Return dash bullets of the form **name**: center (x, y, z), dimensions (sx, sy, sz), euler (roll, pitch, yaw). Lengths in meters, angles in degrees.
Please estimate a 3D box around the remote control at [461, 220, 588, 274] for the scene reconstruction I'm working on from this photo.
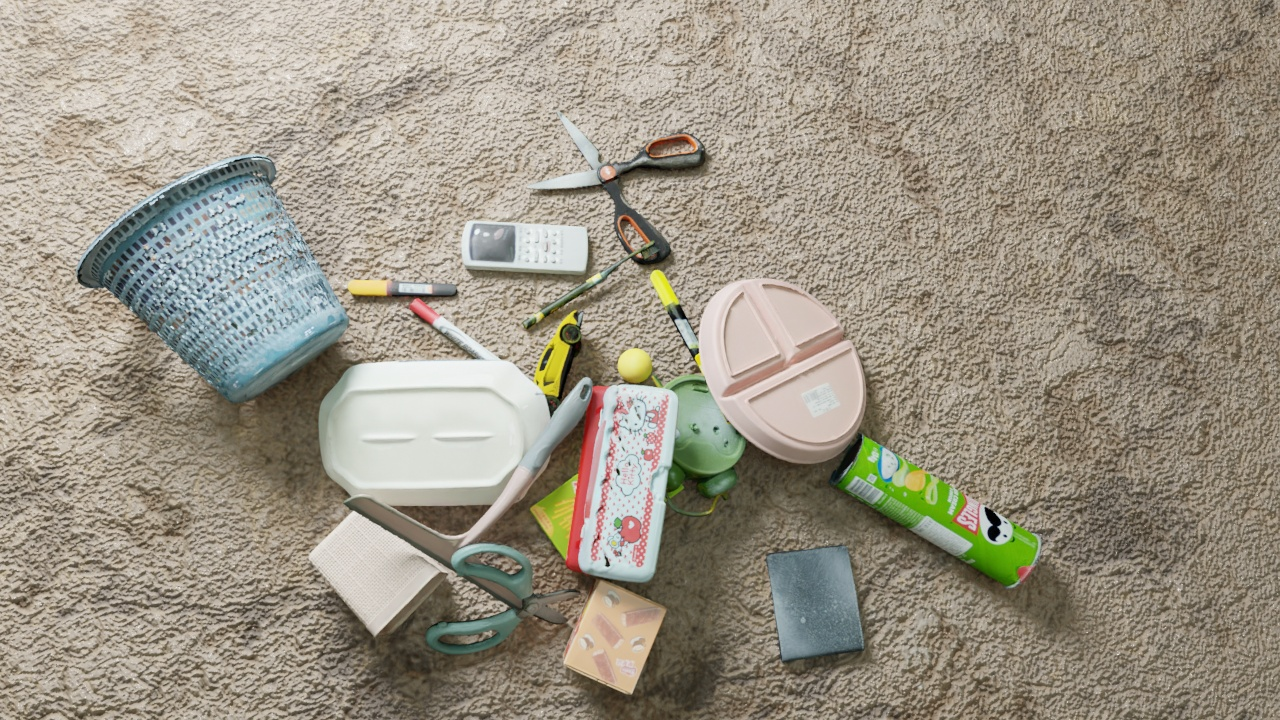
- **remote control**: center (-0.137, -0.134, 1.093), dimensions (0.150, 0.021, 0.058), euler (2, 78, -6)

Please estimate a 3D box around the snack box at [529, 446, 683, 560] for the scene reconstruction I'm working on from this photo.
- **snack box**: center (-0.038, 0.157, 1.038), dimensions (0.156, 0.026, 0.086), euler (-35, 83, -11)

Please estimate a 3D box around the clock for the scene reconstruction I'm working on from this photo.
- **clock**: center (0.057, 0.095, 1.026), dimensions (0.116, 0.056, 0.161), euler (11, 65, -20)

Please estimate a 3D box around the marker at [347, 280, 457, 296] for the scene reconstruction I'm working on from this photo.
- **marker**: center (-0.277, -0.083, 1.072), dimensions (0.124, 0.015, 0.018), euler (1, 79, -8)

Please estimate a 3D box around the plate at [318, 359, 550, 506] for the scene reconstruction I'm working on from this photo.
- **plate**: center (-0.229, 0.081, 0.992), dimensions (0.266, 0.034, 0.162), euler (0, 94, 8)

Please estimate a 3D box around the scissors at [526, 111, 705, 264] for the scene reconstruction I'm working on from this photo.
- **scissors**: center (-0.020, -0.223, 1.123), dimensions (0.220, 0.022, 0.233), euler (-29, 83, -11)

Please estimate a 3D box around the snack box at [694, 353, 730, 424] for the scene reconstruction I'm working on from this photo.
- **snack box**: center (0.137, 0.013, 1.052), dimensions (0.140, 0.034, 0.087), euler (-16, 75, -39)

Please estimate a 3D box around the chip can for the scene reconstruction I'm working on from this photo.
- **chip can**: center (0.335, 0.171, 1.048), dimensions (0.236, 0.072, 0.072), euler (30, 77, 2)

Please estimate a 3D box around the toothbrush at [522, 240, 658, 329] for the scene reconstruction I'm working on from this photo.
- **toothbrush**: center (-0.058, -0.088, 1.087), dimensions (0.185, 0.012, 0.017), euler (-33, 96, -6)

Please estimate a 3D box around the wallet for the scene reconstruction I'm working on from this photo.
- **wallet**: center (0.197, 0.274, 1.041), dimensions (0.097, 0.019, 0.120), euler (-6, 77, -6)

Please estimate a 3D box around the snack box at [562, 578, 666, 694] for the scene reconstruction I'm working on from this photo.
- **snack box**: center (-0.030, 0.290, 0.975), dimensions (0.077, 0.093, 0.094), euler (24, 77, 0)

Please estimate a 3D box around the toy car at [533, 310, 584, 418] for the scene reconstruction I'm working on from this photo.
- **toy car**: center (-0.096, 0.014, 1.040), dimensions (0.041, 0.071, 0.155), euler (17, 76, -1)

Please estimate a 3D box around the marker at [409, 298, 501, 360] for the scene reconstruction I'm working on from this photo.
- **marker**: center (-0.206, -0.024, 1.064), dimensions (0.145, 0.017, 0.017), euler (36, 77, 3)

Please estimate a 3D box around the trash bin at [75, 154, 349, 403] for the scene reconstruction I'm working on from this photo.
- **trash bin**: center (-0.426, -0.071, 0.967), dimensions (0.226, 0.227, 0.195), euler (-38, 97, -12)

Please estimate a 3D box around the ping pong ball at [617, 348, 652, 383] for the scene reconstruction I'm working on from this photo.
- **ping pong ball**: center (-0.006, 0.006, 1.065), dimensions (0.040, 0.040, 0.040), euler (1, 78, -6)

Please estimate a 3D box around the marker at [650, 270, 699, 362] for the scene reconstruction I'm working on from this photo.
- **marker**: center (0.045, -0.052, 1.098), dimensions (0.018, 0.015, 0.124), euler (-27, 85, -10)

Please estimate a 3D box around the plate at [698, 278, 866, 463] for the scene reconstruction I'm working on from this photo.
- **plate**: center (0.168, 0.005, 1.037), dimensions (0.229, 0.028, 0.229), euler (15, 58, -26)

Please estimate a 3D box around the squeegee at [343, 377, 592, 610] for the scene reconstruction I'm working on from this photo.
- **squeegee**: center (-0.126, 0.119, 0.945), dimensions (0.247, 0.040, 0.249), euler (41, 85, -30)

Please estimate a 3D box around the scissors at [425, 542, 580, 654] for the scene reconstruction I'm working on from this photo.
- **scissors**: center (-0.159, 0.265, 0.975), dimensions (0.181, 0.019, 0.170), euler (-43, 125, 10)

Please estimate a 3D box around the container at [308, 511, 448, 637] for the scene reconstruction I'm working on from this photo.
- **container**: center (-0.278, 0.219, 0.970), dimensions (0.111, 0.090, 0.089), euler (43, 77, 7)

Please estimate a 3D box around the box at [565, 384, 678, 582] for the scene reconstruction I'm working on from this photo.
- **box**: center (-0.017, 0.130, 0.974), dimensions (0.100, 0.102, 0.201), euler (7, 77, 6)
